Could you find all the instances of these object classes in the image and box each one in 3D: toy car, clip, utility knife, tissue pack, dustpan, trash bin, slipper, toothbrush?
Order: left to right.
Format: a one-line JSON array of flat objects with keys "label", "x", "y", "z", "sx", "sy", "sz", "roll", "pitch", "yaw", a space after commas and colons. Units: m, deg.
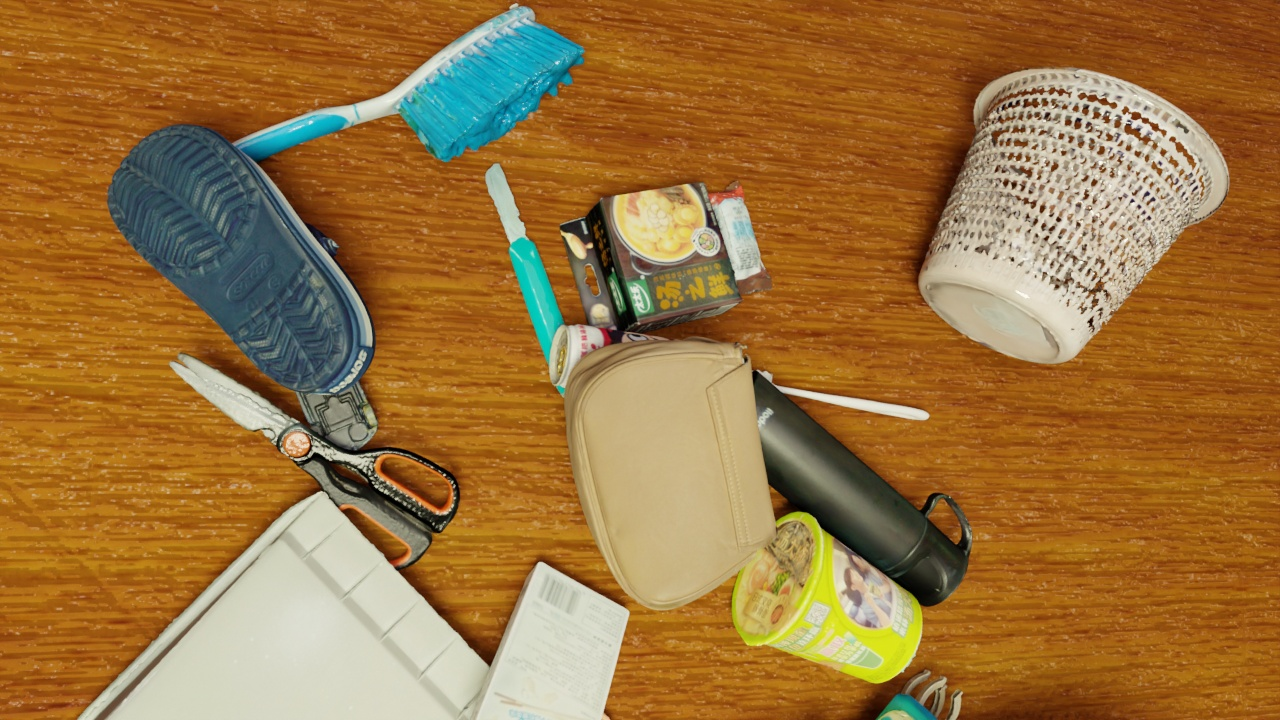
[{"label": "slipper", "x": -0.276, "y": -0.075, "z": 0.667, "sx": 0.253, "sy": 0.095, "sz": 0.105, "roll": 42, "pitch": 94, "yaw": 15}, {"label": "dustpan", "x": -0.261, "y": 0.268, "z": 0.631, "sx": 0.222, "sy": 0.143, "sz": 0.256, "roll": 47, "pitch": 47, "yaw": -2}, {"label": "toy car", "x": -0.237, "y": 0.021, "z": 0.697, "sx": 0.049, "sy": 0.031, "sz": 0.105, "roll": -23, "pitch": 88, "yaw": -12}, {"label": "utility knife", "x": -0.087, "y": -0.064, "z": 0.770, "sx": 0.029, "sy": 0.013, "sz": 0.219, "roll": -19, "pitch": 86, "yaw": -17}, {"label": "toothbrush", "x": 0.179, "y": 0.032, "z": 0.825, "sx": 0.180, "sy": 0.016, "sz": 0.016, "roll": 11, "pitch": 69, "yaw": -13}, {"label": "clip", "x": 0.229, "y": 0.310, "z": 0.768, "sx": 0.074, "sy": 0.035, "sz": 0.100, "roll": 42, "pitch": 75, "yaw": -5}, {"label": "tissue pack", "x": 0.204, "y": 0.311, "z": 0.681, "sx": 0.063, "sy": 0.140, "sz": 0.090, "roll": 42, "pitch": 87, "yaw": -2}, {"label": "trash bin", "x": 0.360, "y": -0.113, "z": 0.819, "sx": 0.227, "sy": 0.227, "sz": 0.192, "roll": 34, "pitch": 83, "yaw": -7}]

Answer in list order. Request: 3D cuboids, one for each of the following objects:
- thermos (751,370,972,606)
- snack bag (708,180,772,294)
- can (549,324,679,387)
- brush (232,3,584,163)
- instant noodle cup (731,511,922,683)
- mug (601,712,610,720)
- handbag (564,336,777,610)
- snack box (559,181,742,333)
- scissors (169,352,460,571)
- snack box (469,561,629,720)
[{"label": "thermos", "x": 0.174, "y": 0.102, "z": 0.779, "sx": 0.242, "sy": 0.068, "sz": 0.090, "roll": 39, "pitch": 83, "yaw": -6}, {"label": "snack bag", "x": 0.087, "y": -0.110, "z": 0.824, "sx": 0.045, "sy": 0.026, "sz": 0.105, "roll": -13, "pitch": 82, "yaw": -28}, {"label": "can", "x": -0.004, "y": 0.004, "z": 0.750, "sx": 0.132, "sy": 0.053, "sz": 0.053, "roll": 8, "pitch": 75, "yaw": -21}, {"label": "brush", "x": -0.196, "y": -0.202, "z": 0.753, "sx": 0.314, "sy": 0.061, "sz": 0.109, "roll": -40, "pitch": 85, "yaw": -18}, {"label": "instant noodle cup", "x": 0.155, "y": 0.199, "z": 0.737, "sx": 0.123, "sy": 0.112, "sz": 0.111, "roll": 31, "pitch": 71, "yaw": -16}, {"label": "mug", "x": -0.053, "y": 0.306, "z": 0.669, "sx": 0.106, "sy": 0.082, "sz": 0.114, "roll": 29, "pitch": 42, "yaw": -10}, {"label": "handbag", "x": 0.022, "y": 0.079, "z": 0.705, "sx": 0.147, "sy": 0.100, "sz": 0.205, "roll": -15, "pitch": 110, "yaw": -10}, {"label": "snack box", "x": 0.009, "y": -0.084, "z": 0.787, "sx": 0.125, "sy": 0.053, "sz": 0.113, "roll": -14, "pitch": 82, "yaw": -24}, {"label": "scissors", "x": -0.230, "y": 0.056, "z": 0.672, "sx": 0.139, "sy": 0.022, "sz": 0.235, "roll": -32, "pitch": 103, "yaw": -8}, {"label": "snack box", "x": -0.063, "y": 0.225, "z": 0.660, "sx": 0.084, "sy": 0.027, "sz": 0.156, "roll": 31, "pitch": 35, "yaw": -8}]
